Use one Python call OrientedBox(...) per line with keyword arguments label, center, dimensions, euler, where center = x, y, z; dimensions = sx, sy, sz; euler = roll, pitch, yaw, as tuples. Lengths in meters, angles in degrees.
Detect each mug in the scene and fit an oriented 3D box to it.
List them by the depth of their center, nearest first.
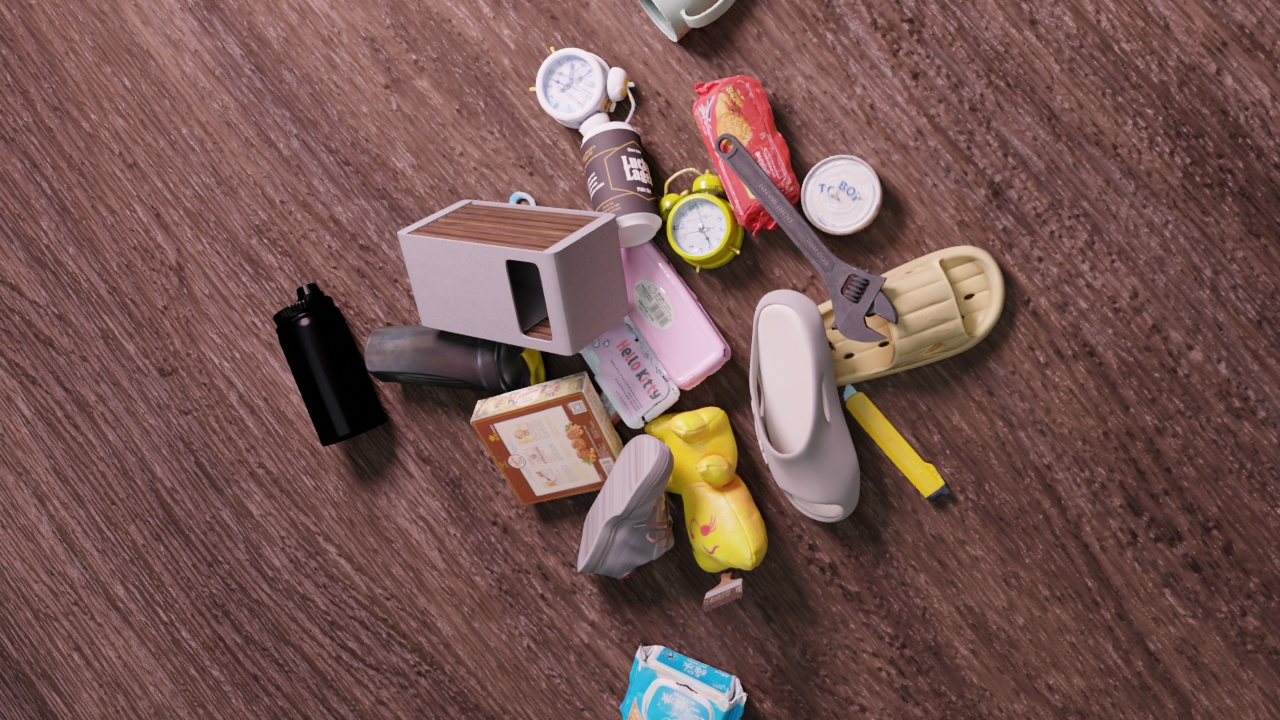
OrientedBox(label="mug", center=(0.060, -0.406, 0.994), dimensions=(0.104, 0.084, 0.111), euler=(-40, 54, 5))

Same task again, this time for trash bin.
OrientedBox(label="trash bin", center=(-0.141, -0.099, 1.026), dimensions=(0.229, 0.114, 0.115), euler=(11, 124, 33))

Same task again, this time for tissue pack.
OrientedBox(label="tissue pack", center=(0.051, 0.406, 1.091), dimensions=(0.144, 0.061, 0.093), euler=(19, 100, 14))

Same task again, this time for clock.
OrientedBox(label="clock", center=(0.066, -0.159, 1.037), dimensions=(0.083, 0.057, 0.119), euler=(-26, 81, 18))
OrientedBox(label="clock", center=(-0.063, -0.310, 1.066), dimensions=(0.125, 0.052, 0.089), euler=(31, 102, 9))

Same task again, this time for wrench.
OrientedBox(label="wrench", center=(0.167, -0.130, 0.951), dimensions=(0.073, 0.018, 0.273), euler=(-42, 82, 23))

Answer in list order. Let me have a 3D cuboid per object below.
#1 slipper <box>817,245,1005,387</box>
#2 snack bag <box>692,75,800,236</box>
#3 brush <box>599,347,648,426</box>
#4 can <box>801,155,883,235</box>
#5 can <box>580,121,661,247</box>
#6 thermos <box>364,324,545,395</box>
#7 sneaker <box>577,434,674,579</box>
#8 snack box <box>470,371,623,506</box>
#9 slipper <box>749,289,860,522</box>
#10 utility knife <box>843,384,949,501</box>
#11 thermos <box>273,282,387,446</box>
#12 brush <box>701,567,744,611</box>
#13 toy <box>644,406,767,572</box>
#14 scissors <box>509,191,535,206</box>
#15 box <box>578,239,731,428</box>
OrientedBox(label="slipper", center=(0.261, -0.034, 0.979), dimensions=(0.262, 0.079, 0.111), euler=(-22, 92, 18))
OrientedBox(label="snack bag", center=(0.119, -0.228, 1.004), dimensions=(0.082, 0.082, 0.176), euler=(-24, 89, 18))
OrientedBox(label="brush", center=(-0.006, 0.006, 1.088), dimensions=(0.041, 0.030, 0.172), euler=(35, 103, 11))
OrientedBox(label="can", center=(0.218, -0.179, 0.995), dimensions=(0.086, 0.043, 0.086), euler=(2, 97, 16))
OrientedBox(label="can", center=(-0.023, -0.197, 1.036), dimensions=(0.072, 0.072, 0.128), euler=(-19, 71, 18))
OrientedBox(label="thermos", center=(-0.226, -0.007, 1.123), dimensions=(0.221, 0.098, 0.098), euler=(2, 96, 22))
OrientedBox(label="sneaker", center=(0.004, 0.175, 1.048), dimensions=(0.089, 0.099, 0.237), euler=(16, 135, -15))
OrientedBox(label="snack box", center=(-0.104, 0.096, 1.086), dimensions=(0.147, 0.041, 0.143), euler=(-15, 122, 17))
OrientedBox(label="slipper", center=(0.159, 0.060, 0.981), dimensions=(0.113, 0.080, 0.266), euler=(4, 111, 43))
OrientedBox(label="utility knife", center=(0.279, 0.089, 1.015), dimensions=(0.030, 0.017, 0.159), euler=(-42, 83, 11))
OrientedBox(label="thermos", center=(-0.405, 0.003, 1.180), dimensions=(0.086, 0.086, 0.198), euler=(-24, 88, 17))
OrientedBox(label="brush", center=(0.095, 0.246, 1.020), dimensions=(0.045, 0.143, 0.008), euler=(-25, 89, 9))
OrientedBox(label="toy", center=(0.080, 0.144, 1.046), dimensions=(0.087, 0.135, 0.193), euler=(-18, 83, -26))
OrientedBox(label="scissors", center=(-0.157, -0.132, 1.132), dimensions=(0.118, 0.013, 0.140), euler=(-16, 92, 17))
OrientedBox(label="box", center=(-0.006, -0.040, 1.061), dimensions=(0.153, 0.037, 0.201), euler=(-38, 72, 10))
